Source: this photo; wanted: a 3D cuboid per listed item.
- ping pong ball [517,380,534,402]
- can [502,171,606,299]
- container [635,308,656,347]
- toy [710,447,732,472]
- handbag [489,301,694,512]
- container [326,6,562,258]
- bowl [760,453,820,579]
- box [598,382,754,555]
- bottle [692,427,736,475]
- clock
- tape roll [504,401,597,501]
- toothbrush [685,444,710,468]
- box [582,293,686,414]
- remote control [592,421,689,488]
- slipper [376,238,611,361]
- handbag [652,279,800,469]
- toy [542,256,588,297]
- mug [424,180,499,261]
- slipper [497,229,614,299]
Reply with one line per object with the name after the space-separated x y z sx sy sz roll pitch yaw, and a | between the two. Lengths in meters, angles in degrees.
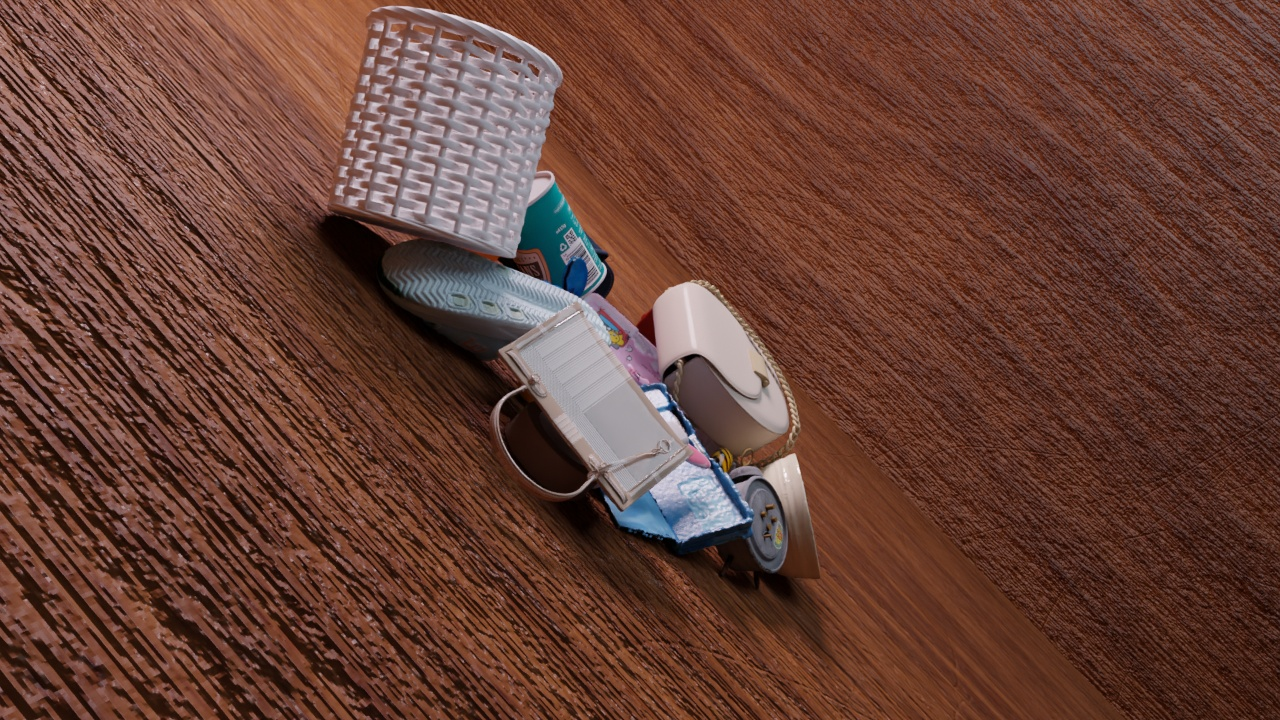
-0.101 0.023 0.903 0.040 0.040 0.040 43 12 -11 | ping pong ball
-0.120 -0.151 1.163 0.144 0.099 0.099 60 3 -31 | can
0.058 -0.025 1.379 0.127 0.148 0.200 47 21 14 | container
0.096 0.155 1.084 0.084 0.046 0.103 30 52 -63 | toy
-0.061 0.054 0.766 0.175 0.062 0.197 52 27 2 | handbag
-0.188 -0.212 0.885 0.189 0.187 0.189 14 2 -1 | container
0.164 0.192 1.099 0.150 0.075 0.150 -9 89 -84 | bowl
-0.003 0.104 0.961 0.175 0.060 0.231 6 34 -32 | box
0.081 0.118 1.209 0.136 0.044 0.044 45 11 1 | bottle
0.120 0.167 0.999 0.104 0.056 0.147 32 50 -48 | clock
-0.075 0.080 0.817 0.093 0.030 0.093 43 11 -11 | tape roll
0.012 0.077 0.944 0.135 0.016 0.021 25 40 5 | toothbrush
-0.007 0.006 1.147 0.201 0.101 0.111 43 -13 -11 | box
-0.006 0.090 0.899 0.130 0.012 0.033 -19 56 -40 | remote control
-0.141 -0.042 0.898 0.245 0.074 0.104 17 33 -31 | slipper
0.097 0.018 1.168 0.208 0.104 0.210 40 27 -30 | handbag
-0.103 -0.067 1.068 0.071 0.112 0.176 40 -4 -13 | toy
-0.209 -0.157 1.095 0.096 0.077 0.113 49 -7 21 | mug
-0.098 -0.134 1.290 0.083 0.109 0.265 34 -1 35 | slipper
